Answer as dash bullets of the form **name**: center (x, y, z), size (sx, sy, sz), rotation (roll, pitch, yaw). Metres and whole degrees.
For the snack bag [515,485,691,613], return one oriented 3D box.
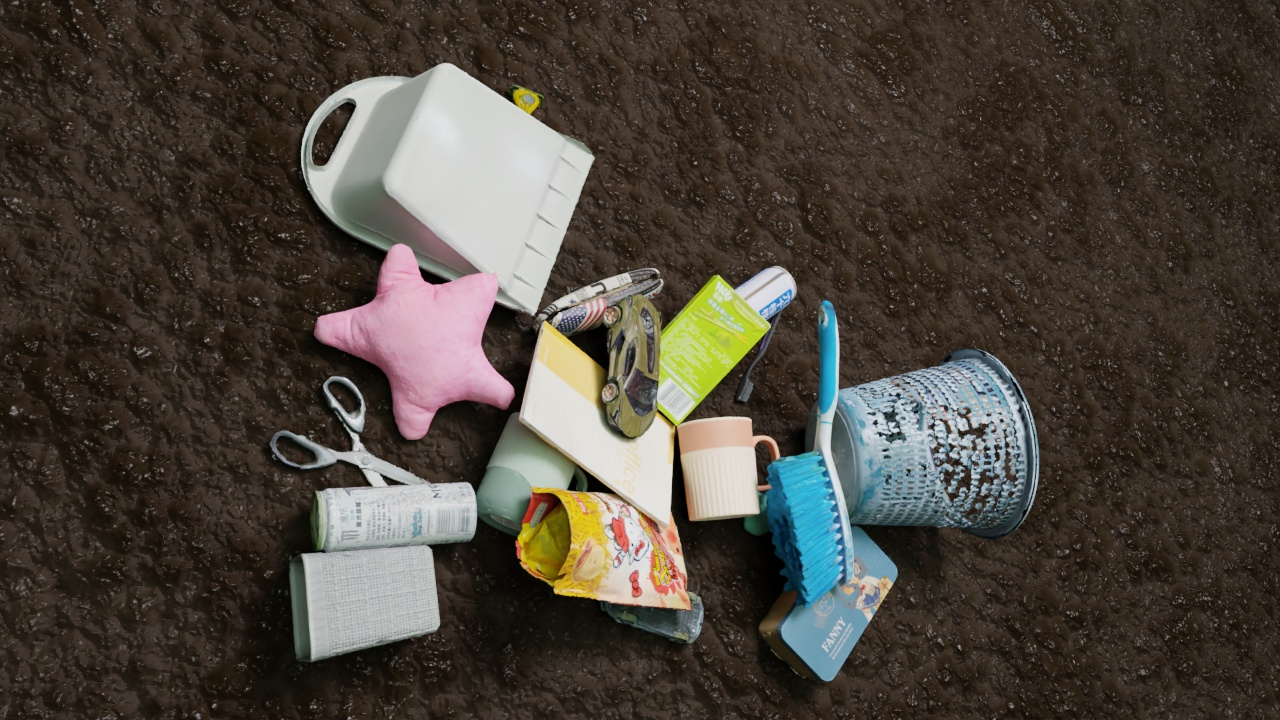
- **snack bag**: center (-0.025, 0.184, 0.906), size (0.207, 0.073, 0.128), rotation (20, 42, -47)

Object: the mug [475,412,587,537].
- **mug**: center (-0.104, 0.125, 0.929), size (0.111, 0.082, 0.106), rotation (37, 60, -32)

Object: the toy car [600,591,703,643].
- **toy car**: center (0.013, 0.259, 0.967), size (0.120, 0.037, 0.054), rotation (26, 61, -25)

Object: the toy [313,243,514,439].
- **toy**: center (-0.203, -0.020, 0.916), size (0.178, 0.074, 0.194), rotation (-42, 98, -6)

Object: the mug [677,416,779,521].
- **mug**: center (0.102, 0.121, 1.021), size (0.114, 0.082, 0.105), rotation (-1, 77, -19)

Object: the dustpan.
- **dustpan**: center (-0.215, -0.196, 0.987), size (0.257, 0.143, 0.222), rotation (36, 62, -36)

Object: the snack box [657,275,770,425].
- **snack box**: center (0.063, -0.012, 1.035), size (0.086, 0.026, 0.156), rotation (42, 91, -7)

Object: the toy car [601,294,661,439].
- **toy car**: center (-0.006, 0.006, 0.975), size (0.070, 0.042, 0.158), rotation (25, 62, -49)

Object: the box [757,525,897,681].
- **box**: center (0.210, 0.278, 1.041), size (0.090, 0.061, 0.183), rotation (44, 60, -7)

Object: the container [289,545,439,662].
- **container**: center (-0.248, 0.214, 0.827), size (0.114, 0.090, 0.090), rotation (-2, 76, -29)

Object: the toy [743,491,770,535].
- **toy**: center (0.159, 0.182, 1.062), size (0.091, 0.030, 0.096), rotation (1, 80, -23)

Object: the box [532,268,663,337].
- **box**: center (-0.047, -0.066, 1.019), size (0.164, 0.070, 0.055), rotation (-23, 62, -32)

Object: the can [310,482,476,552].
- **can**: center (-0.231, 0.147, 0.863), size (0.146, 0.058, 0.058), rotation (1, 74, -27)

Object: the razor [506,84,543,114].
- **razor**: center (-0.141, -0.254, 1.052), size (0.043, 0.028, 0.132), rotation (17, 70, -24)

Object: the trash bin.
- **trash bin**: center (0.307, 0.105, 1.067), size (0.195, 0.227, 0.226), rotation (-5, 77, -13)

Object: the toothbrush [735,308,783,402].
- **toothbrush**: center (0.157, -0.025, 1.132), size (0.016, 0.014, 0.188), rotation (38, 62, -19)

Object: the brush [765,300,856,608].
- **brush**: center (0.184, 0.099, 0.987), size (0.109, 0.061, 0.314), rotation (-13, 95, -19)

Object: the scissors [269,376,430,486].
- **scissors**: center (-0.274, 0.094, 0.892), size (0.159, 0.014, 0.177), rotation (-7, 79, -27)

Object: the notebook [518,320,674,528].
- **notebook**: center (-0.037, 0.066, 0.950), size (0.206, 0.010, 0.145), rotation (41, 34, -27)

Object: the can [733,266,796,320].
- **can**: center (0.127, -0.063, 1.105), size (0.134, 0.053, 0.053), rotation (-34, 91, -29)
